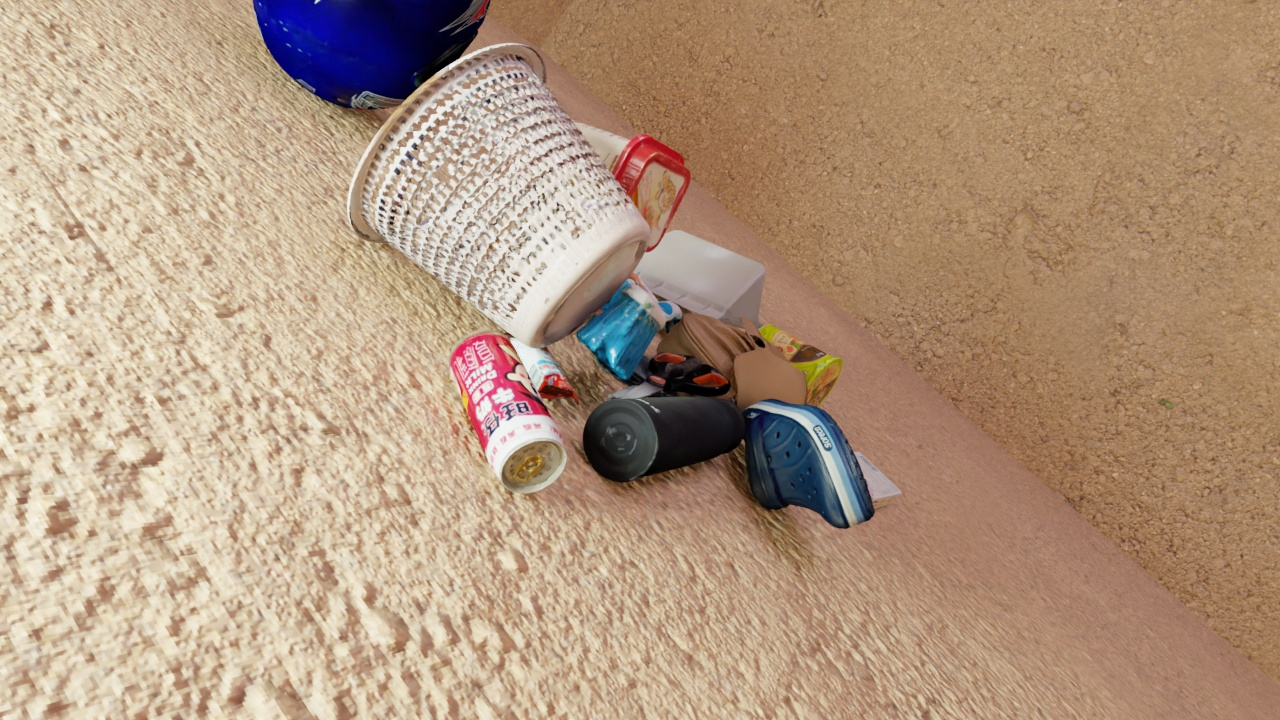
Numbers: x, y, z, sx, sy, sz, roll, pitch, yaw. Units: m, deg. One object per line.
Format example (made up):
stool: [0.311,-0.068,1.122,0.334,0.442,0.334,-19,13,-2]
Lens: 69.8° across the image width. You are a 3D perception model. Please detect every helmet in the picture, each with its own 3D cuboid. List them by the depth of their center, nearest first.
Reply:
helmet: [-0.321,-0.431,1.108,0.247,0.241,0.314,38,27,-5]

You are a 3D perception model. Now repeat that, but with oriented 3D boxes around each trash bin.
trash bin: [-0.106,-0.126,0.807,0.192,0.228,0.227,45,17,8]

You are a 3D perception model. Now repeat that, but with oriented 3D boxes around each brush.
brush: [0.002,-0.034,0.945,0.060,0.109,0.314,39,-2,6]

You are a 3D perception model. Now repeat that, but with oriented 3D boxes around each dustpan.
dustpan: [0.073,-0.089,1.366,0.223,0.143,0.256,26,38,24]

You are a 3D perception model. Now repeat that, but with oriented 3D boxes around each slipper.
slipper: [0.148,0.102,0.953,0.105,0.095,0.253,64,-8,-16]

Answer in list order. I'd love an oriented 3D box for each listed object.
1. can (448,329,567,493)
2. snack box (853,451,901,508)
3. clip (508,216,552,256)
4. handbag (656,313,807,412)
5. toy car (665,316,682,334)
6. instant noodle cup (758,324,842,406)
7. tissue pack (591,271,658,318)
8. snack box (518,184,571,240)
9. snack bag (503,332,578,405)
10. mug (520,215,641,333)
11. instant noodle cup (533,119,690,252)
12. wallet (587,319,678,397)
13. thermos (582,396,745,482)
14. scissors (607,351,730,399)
can: [-0.099,0.035,0.673,0.053,0.053,0.132,25,21,-40]
snack box: [0.300,0.162,1.249,0.084,0.027,0.156,46,18,24]
clip: [-0.124,-0.145,1.143,0.100,0.074,0.034,16,26,-44]
handbag: [0.122,0.011,1.139,0.204,0.100,0.147,14,33,-49]
toy car: [0.057,-0.037,1.253,0.049,0.031,0.105,32,16,-19]
instant noodle cup: [0.215,0.010,1.356,0.123,0.112,0.111,37,14,26]
tissue pack: [-0.048,-0.093,1.120,0.090,0.063,0.140,20,26,-53]
snack box: [-0.112,-0.178,1.252,0.113,0.053,0.125,30,23,-26]
snack bag: [-0.089,0.007,0.822,0.045,0.026,0.105,11,27,-37]
mug: [-0.057,-0.086,1.002,0.114,0.106,0.081,30,18,-27]
instant noodle cup: [-0.033,-0.185,0.949,0.124,0.117,0.116,32,12,28]
wallet: [-0.006,0.006,1.025,0.121,0.019,0.097,35,16,-22]
thermos: [0.022,0.066,0.857,0.090,0.068,0.242,10,2,23]
scissors: [0.036,0.027,0.947,0.139,0.022,0.234,20,16,0]
